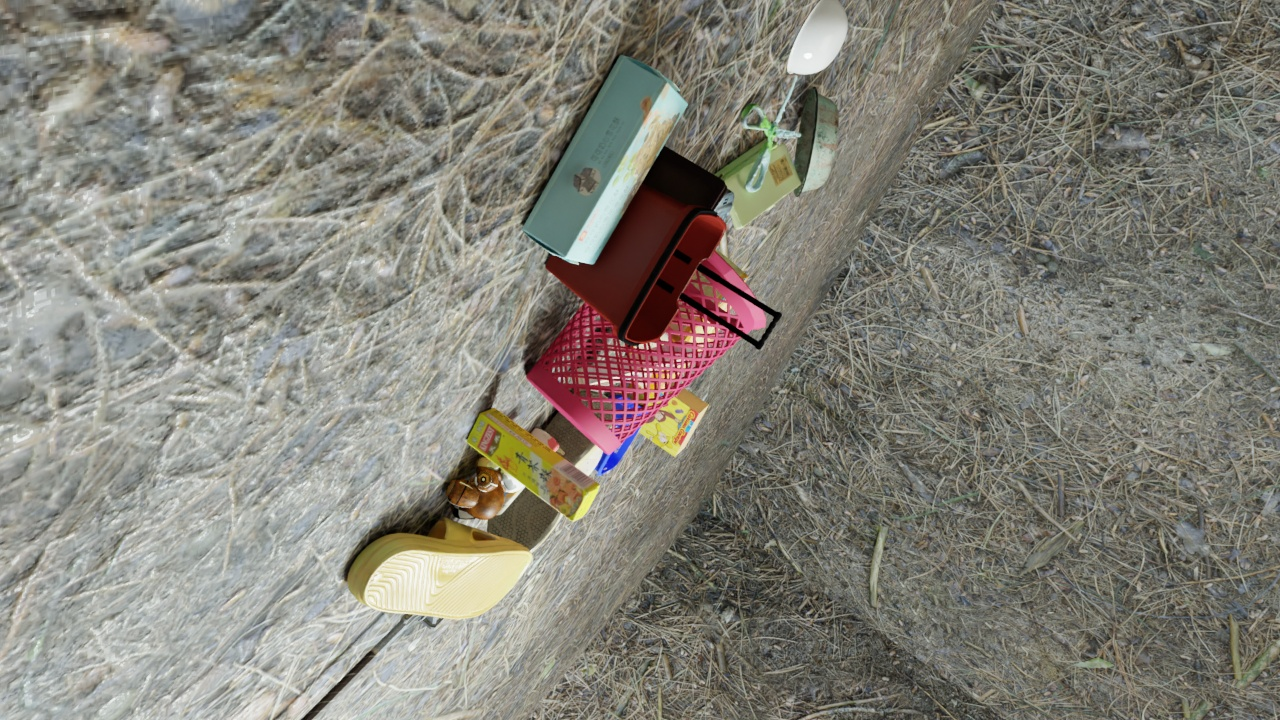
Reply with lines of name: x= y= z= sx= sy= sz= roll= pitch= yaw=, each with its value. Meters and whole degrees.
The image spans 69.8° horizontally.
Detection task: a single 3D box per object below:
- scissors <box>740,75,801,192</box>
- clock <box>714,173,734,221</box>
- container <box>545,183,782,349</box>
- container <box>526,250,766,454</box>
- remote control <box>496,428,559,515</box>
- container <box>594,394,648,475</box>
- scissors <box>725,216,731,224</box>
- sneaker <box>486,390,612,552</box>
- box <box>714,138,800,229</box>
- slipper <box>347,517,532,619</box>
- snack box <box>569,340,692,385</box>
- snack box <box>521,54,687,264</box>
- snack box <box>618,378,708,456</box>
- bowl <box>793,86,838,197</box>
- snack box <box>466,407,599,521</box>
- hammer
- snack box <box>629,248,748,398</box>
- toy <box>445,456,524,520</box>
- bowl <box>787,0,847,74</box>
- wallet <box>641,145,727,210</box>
scissors: x=0.170 y=-0.294 z=1.200 sx=0.171 sy=0.023 sz=0.168 roll=-8 pitch=107 yaw=-53
clock: x=0.069 y=-0.170 z=1.145 sx=0.090 sy=0.052 sz=0.130 roll=-33 pitch=153 yaw=-60
container: x=0.029 y=-0.081 z=0.878 sx=0.148 sy=0.201 sz=0.127 roll=-59 pitch=163 yaw=12
container: x=-0.005 y=-0.020 z=1.021 sx=0.225 sy=0.183 sz=0.183 roll=-47 pitch=166 yaw=-7
remote control: x=-0.150 y=0.135 z=1.128 sx=0.125 sy=0.038 sz=0.018 roll=-49 pitch=166 yaw=-26
container: x=-0.047 y=0.108 z=1.388 sx=0.114 sy=0.058 sz=0.096 roll=-59 pitch=167 yaw=14
scissors: x=0.096 y=-0.162 z=1.315 sx=0.126 sy=0.015 sz=0.136 roll=-48 pitch=180 yaw=24
sneaker: x=-0.119 y=0.151 z=1.205 sx=0.241 sy=0.089 sz=0.102 roll=-55 pitch=177 yaw=-16
box: x=0.145 y=-0.245 z=1.249 sx=0.187 sy=0.089 sz=0.078 roll=-40 pitch=139 yaw=-44
slipper: x=-0.225 y=0.226 z=1.009 sx=0.099 sy=0.078 sz=0.263 roll=-60 pitch=150 yaw=2
snack box: x=-0.007 y=0.007 z=1.159 sx=0.150 sy=0.026 sz=0.082 roll=-15 pitch=175 yaw=12
snack box: x=-0.030 y=-0.169 z=0.796 sx=0.175 sy=0.053 sz=0.075 roll=-59 pitch=166 yaw=10
snack box: x=0.028 y=0.074 z=1.426 sx=0.040 sy=0.126 sz=0.088 roll=-34 pitch=155 yaw=-58
bowl: x=0.258 y=-0.316 z=1.341 sx=0.157 sy=0.038 sz=0.157 roll=59 pitch=38 yaw=-90
snack box: x=-0.112 y=0.107 z=0.954 sx=0.040 sy=0.148 sz=0.028 roll=-62 pitch=163 yaw=21
hammer: x=-0.317 y=0.347 z=1.027 sx=0.320 sy=0.044 sz=0.099 roll=-44 pitch=162 yaw=-42
snack box: x=0.055 y=-0.054 z=1.293 sx=0.144 sy=0.080 sz=0.196 roll=-43 pitch=169 yaw=-26
toy: x=-0.163 y=0.130 z=1.035 sx=0.112 sy=0.067 sz=0.087 roll=-60 pitch=170 yaw=-27
bowl: x=0.238 y=-0.414 z=1.188 sx=0.109 sy=0.040 sz=0.110 roll=-52 pitch=166 yaw=-18
wallet: x=0.026 y=-0.153 z=0.947 sx=0.115 sy=0.091 sz=0.018 roll=-58 pitch=168 yaw=4
